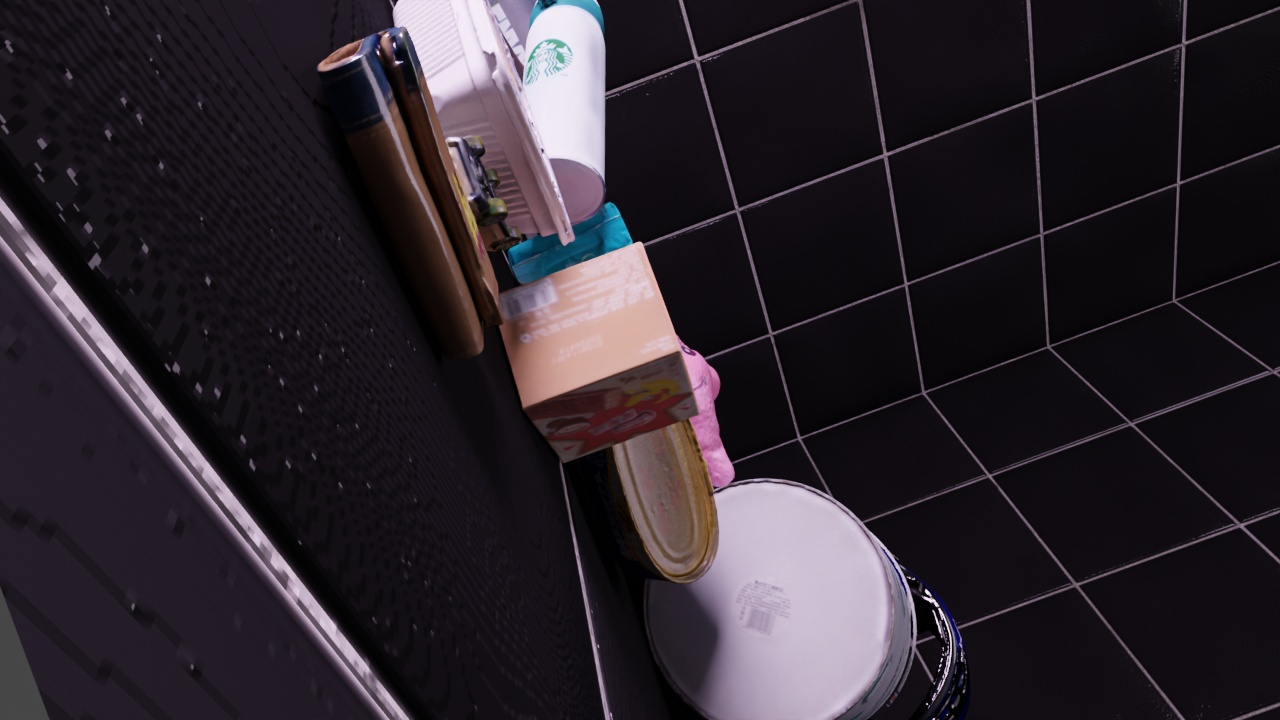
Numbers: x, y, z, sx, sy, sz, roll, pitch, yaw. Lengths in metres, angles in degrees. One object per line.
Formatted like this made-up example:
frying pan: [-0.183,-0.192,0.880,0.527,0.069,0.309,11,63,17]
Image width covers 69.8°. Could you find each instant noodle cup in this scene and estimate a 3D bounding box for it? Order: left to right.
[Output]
instant noodle cup: [-0.099,-0.155,0.554,0.138,0.060,0.173,69,2,-49]

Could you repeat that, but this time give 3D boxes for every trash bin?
trash bin: [0.118,0.211,0.772,0.252,0.230,0.229,54,15,-67]

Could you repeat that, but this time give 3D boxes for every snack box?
snack box: [-0.024,-0.001,0.546,0.094,0.093,0.077,68,2,-63]

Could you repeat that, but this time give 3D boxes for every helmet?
helmet: [0.189,0.283,0.996,0.316,0.246,0.240,19,-24,37]

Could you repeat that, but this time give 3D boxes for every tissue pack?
tissue pack: [-0.052,-0.081,0.742,0.133,0.093,0.050,-79,145,-87]

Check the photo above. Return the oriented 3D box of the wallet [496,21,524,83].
wallet: [-0.104,-0.224,0.750,0.122,0.020,0.096,45,32,-73]

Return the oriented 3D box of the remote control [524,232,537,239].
remote control: [-0.114,-0.156,0.953,0.150,0.021,0.058,-109,176,-53]

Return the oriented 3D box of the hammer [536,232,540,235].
hammer: [-0.127,-0.218,0.759,0.126,0.032,0.323,-94,165,-47]

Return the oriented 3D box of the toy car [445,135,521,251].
toy car: [-0.085,-0.081,0.463,0.090,0.035,0.042,67,4,-84]

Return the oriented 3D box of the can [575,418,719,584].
can: [0.003,0.079,0.626,0.049,0.074,0.148,-11,-82,52]

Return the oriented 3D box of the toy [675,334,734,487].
toy: [-0.004,0.004,0.726,0.194,0.075,0.178,25,40,-31]

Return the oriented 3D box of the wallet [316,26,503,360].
wallet: [-0.085,-0.067,0.356,0.090,0.033,0.115,-111,-176,-64]

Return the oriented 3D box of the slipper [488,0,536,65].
slipper: [-0.147,-0.332,0.914,0.083,0.111,0.268,33,29,-61]

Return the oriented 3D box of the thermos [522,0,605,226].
thermos: [-0.061,-0.210,0.711,0.073,0.073,0.223,69,16,-53]
